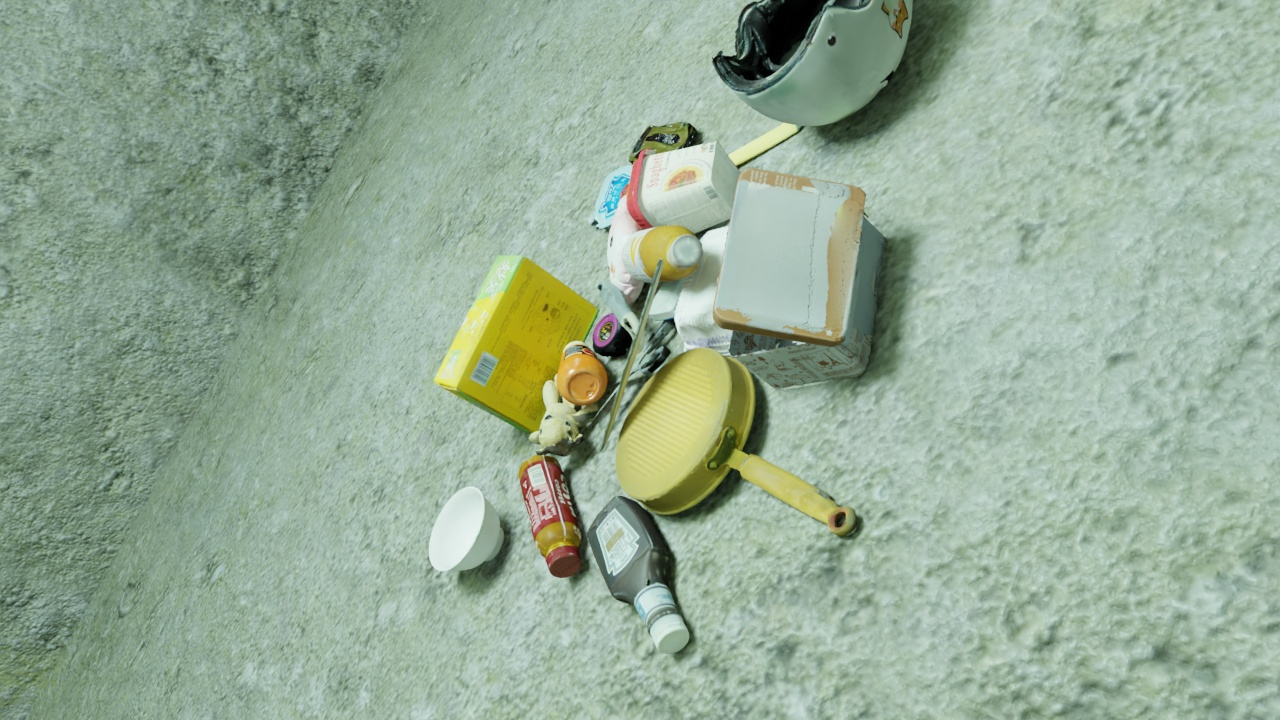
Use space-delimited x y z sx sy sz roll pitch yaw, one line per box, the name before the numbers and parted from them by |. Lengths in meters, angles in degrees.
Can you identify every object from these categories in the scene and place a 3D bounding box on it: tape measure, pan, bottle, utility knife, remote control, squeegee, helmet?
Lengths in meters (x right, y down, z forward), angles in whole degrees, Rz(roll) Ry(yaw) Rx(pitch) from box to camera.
tape measure | -0.035 -0.033 1.243 0.057 0.039 0.057 -7 63 48
pan | 0.093 0.100 0.974 0.197 0.078 0.358 -60 28 -2
bottle | -0.111 0.192 1.140 0.057 0.057 0.174 -46 36 16
bottle | 0.000 0.230 0.987 0.080 0.044 0.194 -53 35 14
bottle | -0.083 0.009 1.241 0.067 0.066 0.149 -50 18 11
utility knife | 0.134 -0.280 1.246 0.217 0.022 0.030 -19 48 34
remote control | 0.052 -0.105 1.189 0.049 0.024 0.124 -6 46 48
squeegee | -0.020 -0.048 1.156 0.246 0.039 0.247 -113 38 -62
helmet | 0.229 -0.386 1.094 0.231 0.157 0.273 -8 47 50
bottle | 0.029 -0.129 1.113 0.068 0.068 0.190 -60 15 -4

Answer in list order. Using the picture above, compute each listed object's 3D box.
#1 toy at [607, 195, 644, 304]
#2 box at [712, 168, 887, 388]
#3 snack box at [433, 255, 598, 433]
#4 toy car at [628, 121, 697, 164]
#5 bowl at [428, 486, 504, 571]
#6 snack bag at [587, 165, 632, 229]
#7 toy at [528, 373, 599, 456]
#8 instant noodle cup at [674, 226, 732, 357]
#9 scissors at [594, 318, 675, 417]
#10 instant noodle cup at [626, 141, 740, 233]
toy | -0.020 -0.156 1.280 0.159 0.054 0.121 -95 8 -48
box | 0.151 -0.089 0.936 0.152 0.174 0.181 -14 52 47
snack box | -0.172 -0.023 1.298 0.070 0.157 0.209 10 72 50
toy car | 0.029 -0.327 1.397 0.158 0.042 0.070 14 74 57
bowl | -0.224 0.237 1.239 0.119 0.064 0.118 -32 42 34
snack bag | -0.014 -0.248 1.390 0.191 0.038 0.110 13 85 55
toy | -0.109 0.071 1.228 0.105 0.066 0.157 -22 30 8
instant noodle cup | 0.106 -0.091 1.098 0.138 0.060 0.173 -6 60 49
scissors | -0.007 0.007 1.170 0.180 0.014 0.159 -29 24 56
instant noodle cup | 0.062 -0.225 1.221 0.124 0.116 0.116 -11 54 32
